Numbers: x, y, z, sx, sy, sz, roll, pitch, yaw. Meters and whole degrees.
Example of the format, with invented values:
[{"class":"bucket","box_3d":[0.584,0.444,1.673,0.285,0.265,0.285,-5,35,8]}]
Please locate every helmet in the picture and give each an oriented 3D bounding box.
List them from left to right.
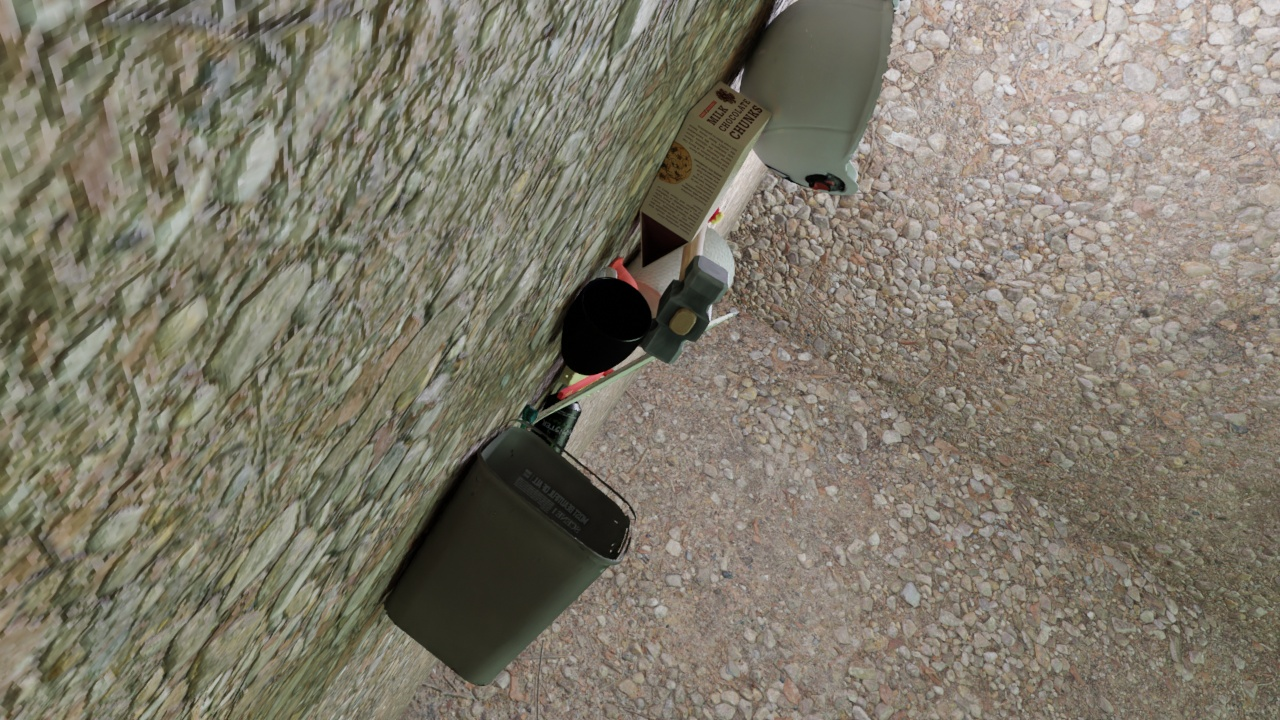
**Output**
[{"class":"helmet","box_3d":[0.200,-0.322,1.075,0.263,0.164,0.237,-59,161,-82]}]

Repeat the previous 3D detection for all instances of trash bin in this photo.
[{"class":"trash bin","box_3d":[-0.152,0.222,1.045,0.220,0.197,0.197,-51,180,12]},{"class":"trash bin","box_3d":[0.036,-0.101,1.257,0.160,0.133,0.134,-47,171,-45]}]

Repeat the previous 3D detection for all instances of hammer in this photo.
[{"class":"hammer","box_3d":[0.061,-0.120,1.112,0.117,0.051,0.322,-55,-168,29]}]

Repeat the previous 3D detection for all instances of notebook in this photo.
[{"class":"notebook","box_3d":[-0.007,0.007,1.207,0.253,0.010,0.181,-29,178,30]}]

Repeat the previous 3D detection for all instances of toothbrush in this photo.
[{"class":"toothbrush","box_3d":[-0.160,0.112,1.229,0.016,0.017,0.190,-52,172,-35]},{"class":"toothbrush","box_3d":[-0.073,0.033,1.311,0.012,0.018,0.212,-61,171,16]}]

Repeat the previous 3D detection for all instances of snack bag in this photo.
[{"class":"snack bag","box_3d":[0.059,-0.199,1.047,0.094,0.070,0.207,-54,176,-46]}]

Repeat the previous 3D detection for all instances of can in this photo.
[{"class":"can","box_3d":[-0.132,0.115,1.310,0.054,0.054,0.138,-38,153,-82]}]

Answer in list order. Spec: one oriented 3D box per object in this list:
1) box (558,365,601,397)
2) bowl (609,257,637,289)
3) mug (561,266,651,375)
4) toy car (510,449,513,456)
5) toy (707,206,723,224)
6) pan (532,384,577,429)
[{"class":"box","box_3d":[-0.062,-0.012,1.347,0.137,0.024,0.187,-56,171,-1]},{"class":"bowl","box_3d":[-0.041,-0.061,1.125,0.130,0.045,0.130,-56,177,-5]},{"class":"mug","box_3d":[-0.046,-0.044,1.019,0.100,0.085,0.118,129,-32,-49]},{"class":"toy car","box_3d":[-0.175,0.134,1.143,0.113,0.039,0.039,-57,-161,8]},{"class":"toy","box_3d":[0.097,-0.245,1.319,0.137,0.067,0.106,-69,178,-47]},{"class":"pan","box_3d":[-0.162,0.128,1.411,0.217,0.024,0.353,-59,176,37]}]
